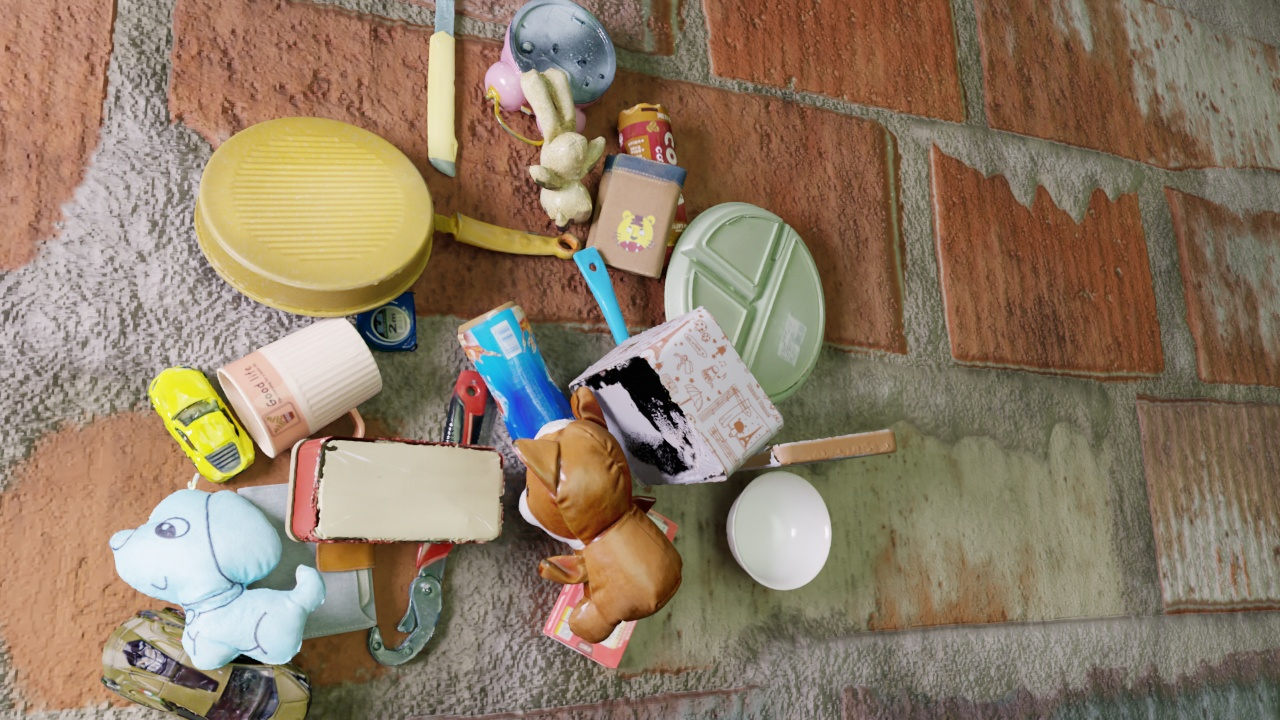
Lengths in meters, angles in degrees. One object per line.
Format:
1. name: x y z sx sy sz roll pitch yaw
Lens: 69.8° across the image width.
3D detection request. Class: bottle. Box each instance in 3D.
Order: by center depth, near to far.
1. bottle: -0.096 0.053 0.864 0.065 0.065 0.218 -31 99 -28
2. bottle: 0.015 -0.181 0.974 0.057 0.058 0.175 -6 81 -27

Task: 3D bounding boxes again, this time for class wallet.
1. wallet: -0.277 0.167 0.770 0.106 0.037 0.129 -3 80 -25
2. wallet: -0.008 -0.147 0.932 0.090 0.033 0.115 15 94 18

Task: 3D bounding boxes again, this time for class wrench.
1. wrench: -0.183 0.138 0.833 0.056 0.016 0.273 23 70 -25

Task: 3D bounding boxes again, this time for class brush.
1. brush: -0.005 0.005 0.925 0.083 0.046 0.254 -26 97 -24

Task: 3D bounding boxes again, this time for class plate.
1. plate: 0.121 -0.058 0.987 0.229 0.028 0.230 3 86 -37

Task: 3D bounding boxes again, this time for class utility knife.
1. utility knife: -0.196 -0.283 0.916 0.031 0.021 0.204 4 84 -28

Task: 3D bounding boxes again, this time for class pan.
1. pan: -0.212 -0.124 0.844 0.356 0.078 0.197 -3 61 -25

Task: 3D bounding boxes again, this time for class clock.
1. clock: -0.096 -0.292 0.945 0.117 0.060 0.158 28 67 -19

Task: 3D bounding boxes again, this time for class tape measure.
1. tape measure: -0.232 -0.035 0.842 0.054 0.025 0.058 -2 76 -24

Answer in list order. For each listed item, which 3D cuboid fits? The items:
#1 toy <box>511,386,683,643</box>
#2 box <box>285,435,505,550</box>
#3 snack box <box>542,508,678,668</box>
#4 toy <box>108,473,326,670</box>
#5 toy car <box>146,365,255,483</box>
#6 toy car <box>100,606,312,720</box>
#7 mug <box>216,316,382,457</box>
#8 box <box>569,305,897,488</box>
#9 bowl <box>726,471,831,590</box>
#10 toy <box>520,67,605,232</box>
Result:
1. toy: -0.045 0.134 0.804 0.199 0.131 0.139 69 26 -17
2. box: -0.195 0.111 0.760 0.168 0.076 0.091 9 77 -40
3. snack box: -0.027 0.210 0.887 0.075 0.026 0.152 33 67 -17
4. toy: -0.328 0.161 0.712 0.161 0.050 0.156 -2 59 -13
5. toy car: -0.362 0.051 0.757 0.048 0.032 0.105 -35 93 -27
6. toy car: -0.332 0.245 0.707 0.158 0.042 0.070 24 78 -7
7. mug: -0.278 0.032 0.777 0.105 0.082 0.114 -34 107 -29
8. box: 0.077 0.063 0.836 0.270 0.180 0.134 27 70 -18
9. bowl: 0.131 0.176 0.948 0.118 0.065 0.118 6 76 -24
10. toy: -0.083 -0.208 0.905 0.104 0.066 0.157 -40 127 -47
